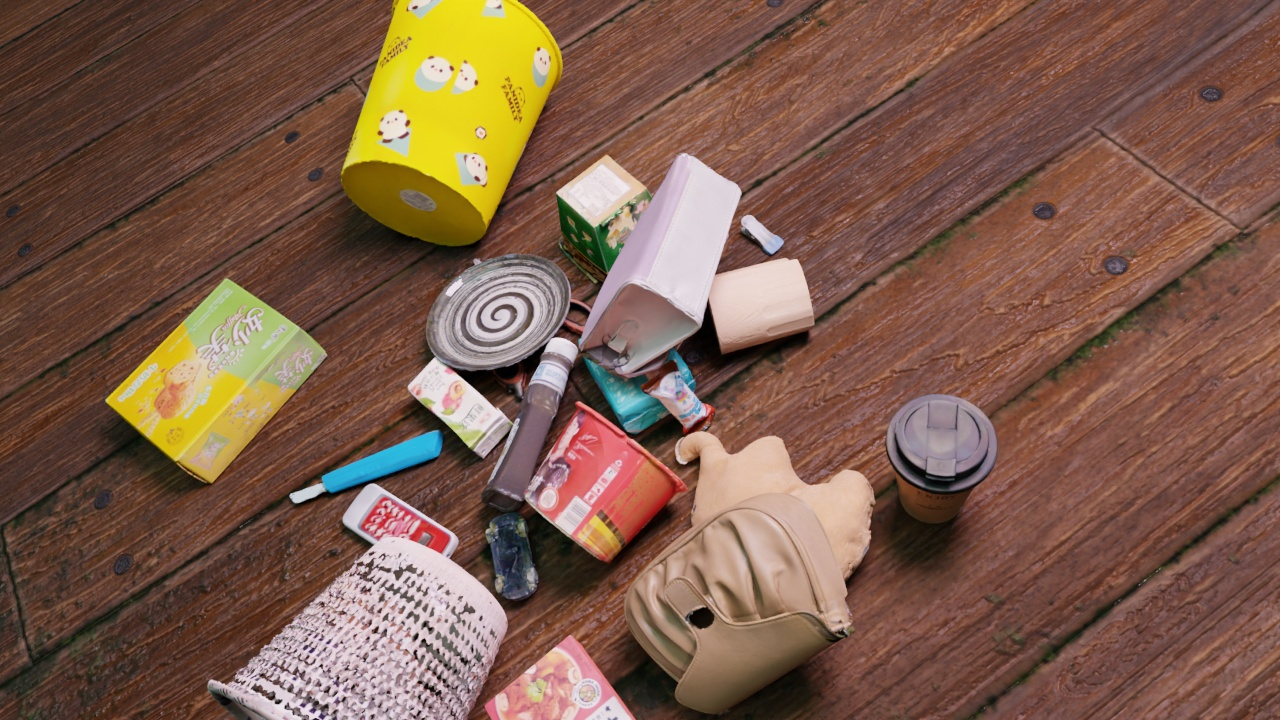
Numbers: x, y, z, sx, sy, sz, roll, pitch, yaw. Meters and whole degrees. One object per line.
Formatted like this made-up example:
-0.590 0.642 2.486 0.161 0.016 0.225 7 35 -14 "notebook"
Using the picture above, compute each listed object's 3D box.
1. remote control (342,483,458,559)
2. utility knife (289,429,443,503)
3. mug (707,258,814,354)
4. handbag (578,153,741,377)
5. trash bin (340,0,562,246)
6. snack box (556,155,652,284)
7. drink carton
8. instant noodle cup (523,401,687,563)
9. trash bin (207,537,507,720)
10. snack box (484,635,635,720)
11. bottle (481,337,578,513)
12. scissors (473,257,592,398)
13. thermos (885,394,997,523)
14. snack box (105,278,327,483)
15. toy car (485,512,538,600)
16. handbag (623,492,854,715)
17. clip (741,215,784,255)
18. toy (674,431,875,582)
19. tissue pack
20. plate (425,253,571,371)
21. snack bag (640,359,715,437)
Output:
-0.259 0.182 0.987 0.136 0.020 0.055 26 70 25 "remote control"
-0.310 0.124 1.034 0.187 0.018 0.034 -20 46 2 "utility knife"
0.126 -0.069 1.010 0.103 0.084 0.124 -14 32 4 "mug"
0.022 -0.092 0.946 0.098 0.145 0.196 33 51 -15 "handbag"
-0.244 -0.301 1.154 0.230 0.230 0.254 9 68 18 "trash bin"
-0.036 -0.171 1.086 0.118 0.106 0.117 -39 58 -11 "snack box"
-0.202 0.053 1.032 0.122 0.045 0.053 37 80 30 "drink carton"
-0.043 0.123 0.905 0.138 0.138 0.108 35 82 28 "instant noodle cup"
-0.231 0.277 0.827 0.228 0.228 0.191 18 54 23 "trash bin"
-0.077 0.338 0.835 0.127 0.044 0.113 -39 59 -9 "snack box"
-0.114 0.065 0.986 0.044 0.080 0.194 25 62 -11 "bottle"
-0.148 -0.051 1.097 0.189 0.015 0.226 -19 58 3 "scissors"
0.268 0.096 0.832 0.093 0.143 0.093 -6 59 10 "thermos"
-0.513 0.021 1.114 0.158 0.070 0.209 29 71 27 "snack box"
-0.129 0.200 0.935 0.043 0.034 0.090 -17 60 0 "toy car"
0.078 0.212 0.794 0.205 0.099 0.147 -46 71 32 "handbag"
0.142 -0.147 1.081 0.056 0.026 0.024 41 79 17 "clip"
0.111 0.142 0.888 0.226 0.082 0.143 23 68 29 "toy"
-0.006 0.006 1.008 0.093 0.050 0.133 -30 57 -2 "tissue pack"
-0.164 -0.055 1.072 0.179 0.024 0.179 -9 51 11 "plate"
0.041 0.041 0.950 0.045 0.105 0.026 -39 40 3 "snack bag"
